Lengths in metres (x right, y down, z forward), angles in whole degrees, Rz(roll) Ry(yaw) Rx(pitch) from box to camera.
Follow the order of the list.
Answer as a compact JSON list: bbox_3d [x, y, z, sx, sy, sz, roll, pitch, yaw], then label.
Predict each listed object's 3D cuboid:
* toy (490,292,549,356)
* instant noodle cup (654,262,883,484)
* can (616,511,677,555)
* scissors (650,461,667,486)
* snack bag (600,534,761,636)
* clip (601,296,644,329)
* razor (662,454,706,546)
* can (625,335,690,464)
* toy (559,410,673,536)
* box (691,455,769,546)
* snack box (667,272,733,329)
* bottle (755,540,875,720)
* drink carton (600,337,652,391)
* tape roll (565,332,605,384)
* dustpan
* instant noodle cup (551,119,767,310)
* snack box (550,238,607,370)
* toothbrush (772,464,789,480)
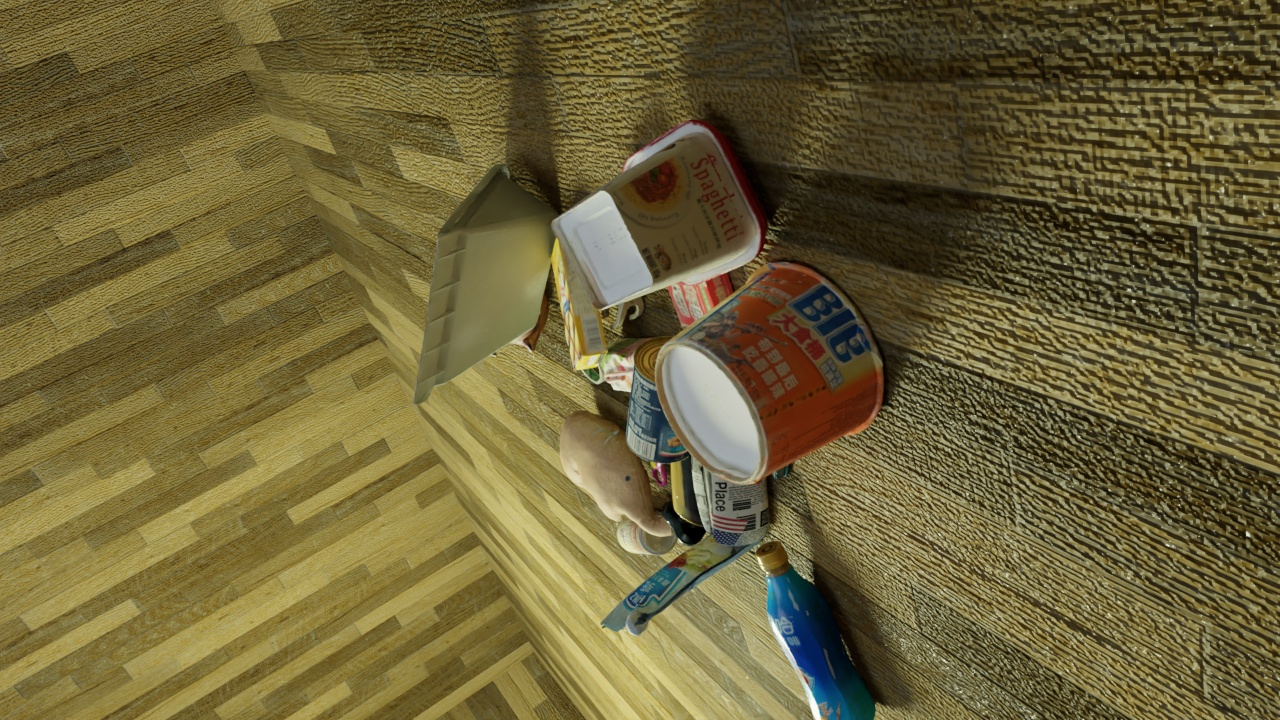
[{"bbox_3d":[-0.194,-0.075,1.262,0.200,0.130,0.140,13,111,54],"label":"toy"},{"bbox_3d":[0.090,0.015,0.693,0.151,0.111,0.152,41,147,33],"label":"instant noodle cup"},{"bbox_3d":[0.008,0.243,1.291,0.058,0.058,0.116,60,160,0],"label":"can"},{"bbox_3d":[0.019,0.109,1.145,0.113,0.017,0.135,57,161,21],"label":"scissors"},{"bbox_3d":[0.044,0.242,1.018,0.039,0.190,0.110,62,160,-8],"label":"snack bag"},{"bbox_3d":[-0.017,-0.074,0.959,0.071,0.034,0.100,53,154,21],"label":"clip"},{"bbox_3d":[0.052,0.140,1.061,0.068,0.062,0.168,12,131,24],"label":"razor"},{"bbox_3d":[0.026,0.041,0.922,0.075,0.075,0.111,44,143,36],"label":"can"},{"bbox_3d":[-0.036,0.151,1.232,0.226,0.082,0.144,37,145,45],"label":"toy"},{"bbox_3d":[0.098,0.131,0.945,0.088,0.076,0.163,20,137,28],"label":"box"},{"bbox_3d":[0.055,-0.057,0.822,0.075,0.025,0.153,23,138,58],"label":"snack box"},{"bbox_3d":[0.176,0.287,0.951,0.219,0.065,0.065,65,159,-11],"label":"bottle"},{"bbox_3d":[-0.006,0.006,1.021,0.053,0.045,0.123,63,160,-12],"label":"drink carton"},{"bbox_3d":[-0.069,-0.010,1.193,0.086,0.013,0.086,49,157,29],"label":"tape roll"},{"bbox_3d":[-0.201,-0.112,1.066,0.143,0.256,0.223,33,126,23],"label":"dustpan"},{"bbox_3d":[0.012,-0.102,0.688,0.117,0.123,0.116,-20,101,51],"label":"instant noodle cup"},{"bbox_3d":[-0.069,-0.065,1.023,0.087,0.033,0.140,134,127,-76],"label":"snack box"},{"bbox_3d":[0.127,0.048,0.809,0.016,0.018,0.192,45,155,35],"label":"toothbrush"}]
